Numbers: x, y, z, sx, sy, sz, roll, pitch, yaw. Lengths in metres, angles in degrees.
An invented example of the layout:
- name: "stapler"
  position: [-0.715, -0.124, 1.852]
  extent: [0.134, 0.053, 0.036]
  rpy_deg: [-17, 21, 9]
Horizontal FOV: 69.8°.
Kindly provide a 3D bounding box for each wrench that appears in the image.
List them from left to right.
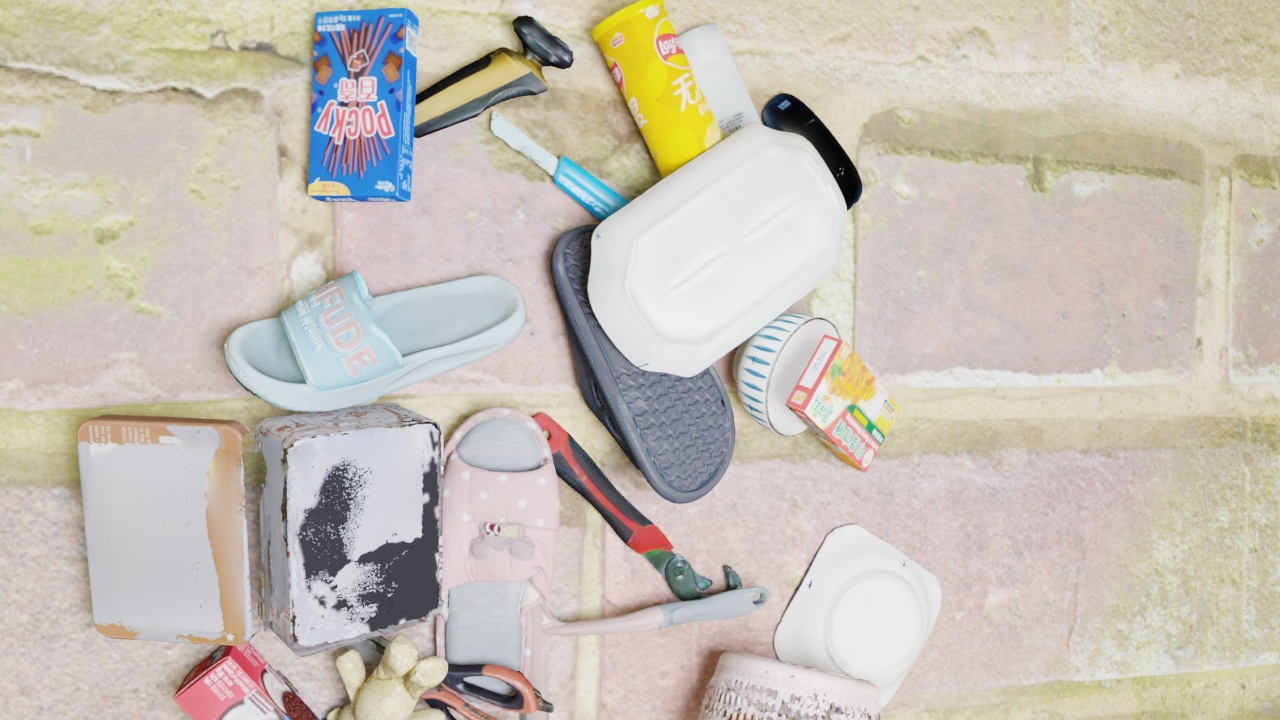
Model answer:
- name: "wrench"
  position: [-0.008, 0.150, 0.869]
  extent: [0.273, 0.016, 0.056]
  rpy_deg: [43, 82, -13]

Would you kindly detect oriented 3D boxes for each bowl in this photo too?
- name: "bowl"
  position: [0.131, 0.007, 0.872]
  extent: [0.116, 0.066, 0.117]
  rpy_deg: [-20, 121, -39]

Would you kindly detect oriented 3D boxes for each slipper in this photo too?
- name: "slipper"
  position: [-0.212, -0.029, 0.754]
  extent: [0.245, 0.104, 0.074]
  rpy_deg: [-16, 139, -19]
- name: "slipper"
  position: [-0.131, 0.177, 0.799]
  extent: [0.114, 0.054, 0.274]
  rpy_deg: [6, 95, -2]
- name: "slipper"
  position: [-0.005, 0.005, 0.843]
  extent: [0.110, 0.083, 0.268]
  rpy_deg: [-22, 80, -26]

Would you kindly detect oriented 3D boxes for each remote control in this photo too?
- name: "remote control"
  position: [0.075, -0.253, 0.883]
  extent: [0.056, 0.019, 0.135]
  rpy_deg: [-29, 99, -14]
- name: "remote control"
  position: [0.175, -0.207, 0.912]
  extent: [0.053, 0.024, 0.136]
  rpy_deg: [-45, 103, -12]

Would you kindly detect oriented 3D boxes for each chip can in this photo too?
- name: "chip can"
  position: [0.033, -0.219, 0.846]
  extent: [0.072, 0.072, 0.213]
  rpy_deg: [-29, 100, -14]

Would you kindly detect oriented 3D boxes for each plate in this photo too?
- name: "plate"
  position: [0.078, -0.100, 0.805]
  extent: [0.265, 0.034, 0.162]
  rpy_deg: [-35, 101, -15]
- name: "plate"
  position: [0.232, 0.267, 0.936]
  extent: [0.164, 0.034, 0.163]
  rpy_deg: [33, 82, -16]

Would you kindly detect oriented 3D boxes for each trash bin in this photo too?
- name: "trash bin"
  position: [0.128, 0.374, 0.827]
  extent: [0.227, 0.228, 0.192]
  rpy_deg: [17, 74, -16]

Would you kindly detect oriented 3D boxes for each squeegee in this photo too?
- name: "squeegee"
  position: [0.005, 0.237, 0.850]
  extent: [0.249, 0.040, 0.247]
  rpy_deg: [-6, 93, -11]

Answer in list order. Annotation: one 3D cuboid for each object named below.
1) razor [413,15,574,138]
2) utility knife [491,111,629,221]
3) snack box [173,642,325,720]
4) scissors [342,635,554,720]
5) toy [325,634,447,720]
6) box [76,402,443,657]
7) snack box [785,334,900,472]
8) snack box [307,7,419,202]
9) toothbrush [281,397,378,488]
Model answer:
- name: "razor"
  position: [-0.141, -0.245, 0.803]
  extent: [0.167, 0.062, 0.068]
  rpy_deg: [-30, 131, -9]
- name: "utility knife"
  position: [-0.049, -0.158, 0.848]
  extent: [0.216, 0.018, 0.034]
  rpy_deg: [35, 83, -16]
- name: "snack box"
  position: [-0.293, 0.328, 0.767]
  extent: [0.057, 0.058, 0.207]
  rpy_deg: [-38, 101, -10]
- name: "scissors"
  position: [-0.176, 0.267, 0.791]
  extent: [0.197, 0.015, 0.205]
  rpy_deg: [-17, 105, 16]
- name: "toy"
  position: [-0.207, 0.278, 0.754]
  extent: [0.105, 0.066, 0.158]
  rpy_deg: [31, 126, -9]
- name: "box"
  position: [-0.291, 0.131, 0.719]
  extent: [0.273, 0.125, 0.179]
  rpy_deg: [-1, 100, -17]
- name: "snack box"
  position: [0.198, 0.044, 0.884]
  extent: [0.155, 0.027, 0.077]
  rpy_deg: [40, 79, -46]
- name: "snack box"
  position: [-0.232, -0.213, 0.769]
  extent: [0.085, 0.026, 0.157]
  rpy_deg: [2, 90, 13]
- name: "toothbrush"
  position: [-0.239, 0.036, 0.797]
  extent: [0.029, 0.020, 0.189]
  rpy_deg: [39, 77, 19]
